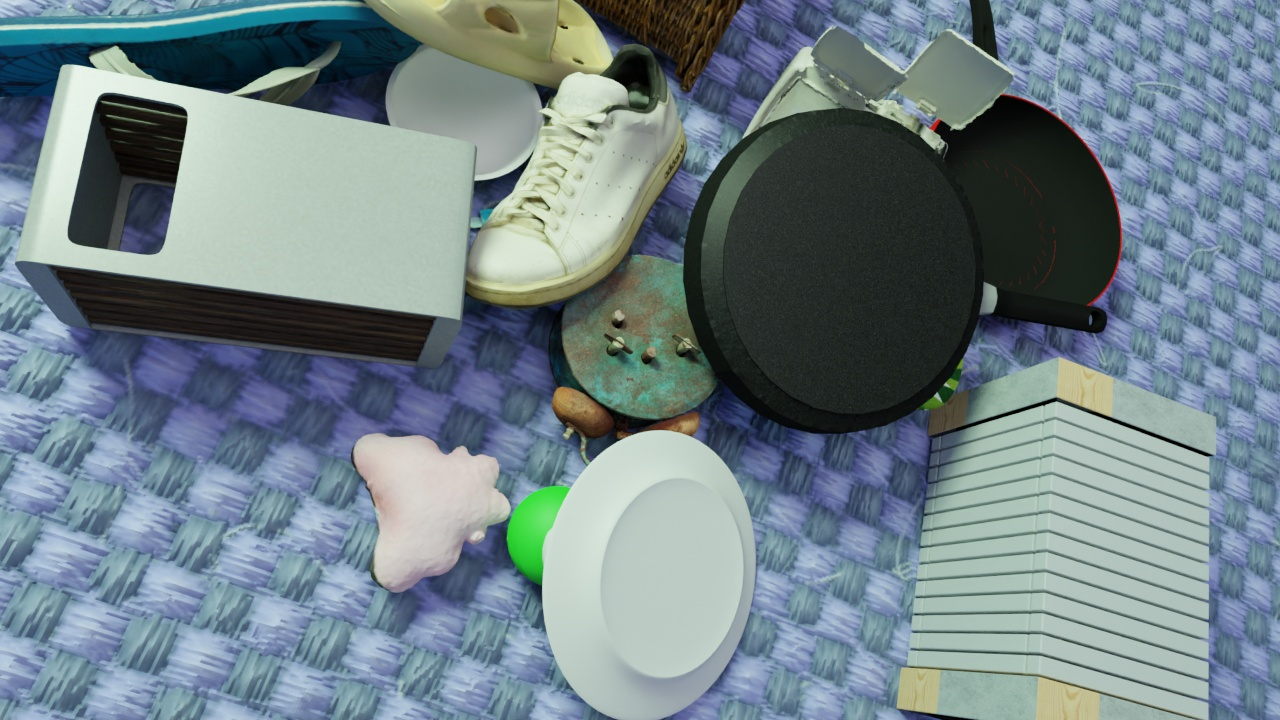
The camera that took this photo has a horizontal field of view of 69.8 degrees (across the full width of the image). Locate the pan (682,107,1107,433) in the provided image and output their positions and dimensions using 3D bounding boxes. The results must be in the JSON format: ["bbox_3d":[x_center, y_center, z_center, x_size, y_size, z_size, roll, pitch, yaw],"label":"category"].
[{"bbox_3d":[0.201,-0.053,0.652,0.356,0.034,0.225,8,89,-18],"label":"pan"}]

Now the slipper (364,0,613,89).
[{"bbox_3d":[-0.088,-0.255,0.620,0.261,0.079,0.111,2,58,-57],"label":"slipper"}]

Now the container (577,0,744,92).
[{"bbox_3d":[0.014,-0.383,0.719,0.183,0.162,0.249,20,69,-8],"label":"container"}]

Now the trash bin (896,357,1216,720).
[{"bbox_3d":[0.306,0.149,0.677,0.142,0.143,0.246,18,69,-14],"label":"trash bin"}]

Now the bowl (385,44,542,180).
[{"bbox_3d":[-0.130,-0.174,0.667,0.110,0.041,0.109,5,75,-17],"label":"bowl"}]

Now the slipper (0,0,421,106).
[{"bbox_3d":[-0.283,-0.178,0.579,0.294,0.118,0.060,-9,92,-17],"label":"slipper"}]

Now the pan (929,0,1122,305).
[{"bbox_3d":[0.316,-0.205,0.824,0.208,0.067,0.356,-6,77,-21],"label":"pan"}]

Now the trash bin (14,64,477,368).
[{"bbox_3d":[-0.227,-0.077,0.564,0.228,0.115,0.114,7,73,-18],"label":"trash bin"}]

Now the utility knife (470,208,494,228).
[{"bbox_3d":[-0.073,-0.106,0.684,0.117,0.016,0.022,0,68,-18],"label":"utility knife"}]

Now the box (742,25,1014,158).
[{"bbox_3d":[0.170,-0.185,0.701,0.145,0.186,0.065,32,70,-2],"label":"box"}]

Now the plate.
[{"bbox_3d":[0.018,0.141,0.603,0.188,0.016,0.188,3,85,-41],"label":"plate"}]

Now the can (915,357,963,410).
[{"bbox_3d":[0.164,-0.004,0.702,0.144,0.083,0.083,2,74,-19],"label":"can"}]

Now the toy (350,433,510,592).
[{"bbox_3d":[-0.133,0.088,0.586,0.093,0.050,0.102,-12,76,-19],"label":"toy"}]

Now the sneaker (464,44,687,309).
[{"bbox_3d":[-0.040,-0.136,0.629,0.089,0.102,0.240,17,50,22],"label":"sneaker"}]

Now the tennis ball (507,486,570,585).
[{"bbox_3d":[-0.054,0.115,0.599,0.065,0.065,0.065,5,73,-19],"label":"tennis ball"}]

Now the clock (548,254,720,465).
[{"bbox_3d":[-0.004,0.004,0.645,0.121,0.073,0.157,11,72,-17],"label":"clock"}]
